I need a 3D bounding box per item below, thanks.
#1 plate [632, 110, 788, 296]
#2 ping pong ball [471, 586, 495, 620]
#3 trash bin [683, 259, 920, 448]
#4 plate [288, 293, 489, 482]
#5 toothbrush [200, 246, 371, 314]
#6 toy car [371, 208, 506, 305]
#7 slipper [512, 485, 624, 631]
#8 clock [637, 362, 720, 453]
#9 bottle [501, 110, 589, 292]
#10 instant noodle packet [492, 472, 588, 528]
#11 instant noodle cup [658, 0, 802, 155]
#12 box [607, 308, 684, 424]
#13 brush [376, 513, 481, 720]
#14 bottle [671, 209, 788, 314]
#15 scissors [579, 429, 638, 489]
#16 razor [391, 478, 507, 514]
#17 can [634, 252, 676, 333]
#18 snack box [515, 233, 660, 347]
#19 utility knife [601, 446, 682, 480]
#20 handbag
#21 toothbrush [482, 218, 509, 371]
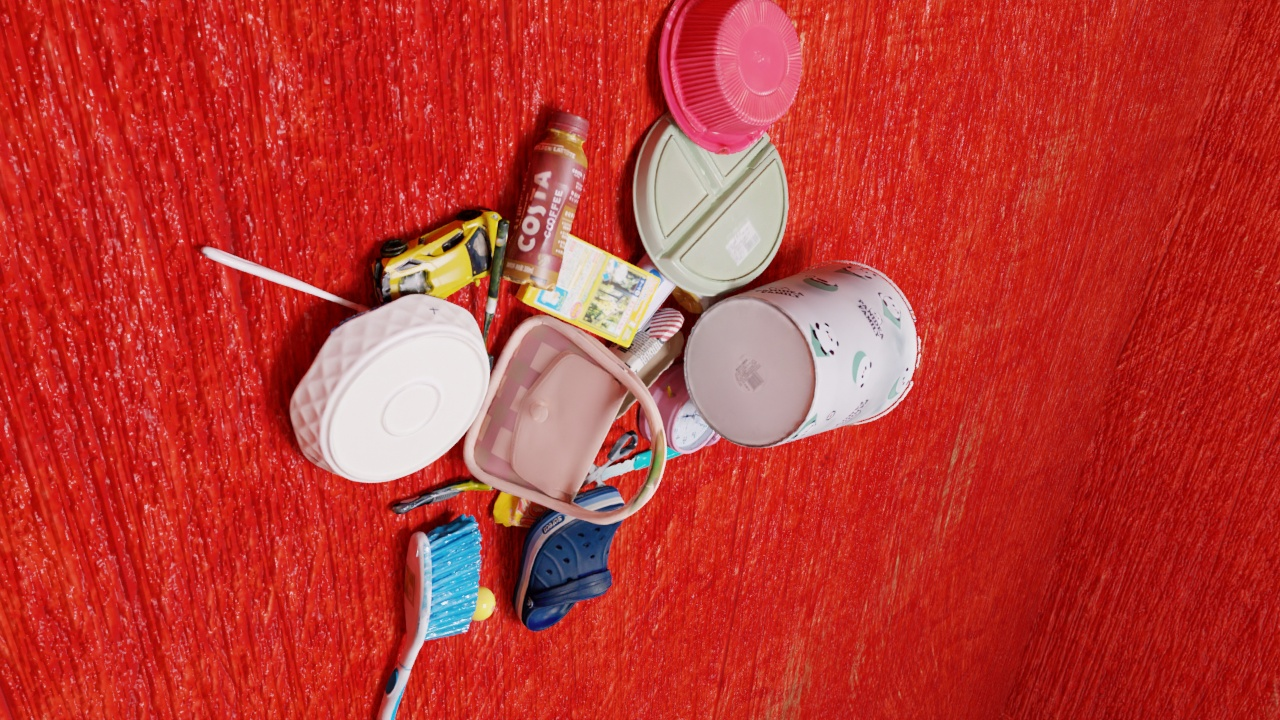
[{"bbox_3d":[0.090,-0.190,1.070,0.229,0.027,0.230,-3,95,-34],"label":"plate"},{"bbox_3d":[-0.194,0.290,1.097,0.040,0.040,0.040,-24,128,-36],"label":"ping pong ball"},{"bbox_3d":[0.199,-0.005,1.168,0.251,0.230,0.230,-14,121,-51],"label":"trash bin"},{"bbox_3d":[-0.229,0.036,0.878,0.204,0.045,0.205,-32,144,-27],"label":"plate"},{"bbox_3d":[-0.300,-0.062,0.802,0.180,0.016,0.016,26,98,-51],"label":"toothbrush"},{"bbox_3d":[-0.188,-0.096,0.881,0.155,0.041,0.071,-33,134,-32],"label":"toy car"},{"bbox_3d":[-0.087,0.256,1.104,0.104,0.095,0.253,-12,141,-40],"label":"slipper"},{"bbox_3d":[0.071,0.066,1.232,0.158,0.060,0.117,-8,117,-47],"label":"clock"},{"bbox_3d":[-0.092,-0.160,0.922,0.057,0.057,0.175,11,95,-49],"label":"bottle"},{"bbox_3d":[-0.111,0.145,1.100,0.110,0.044,0.128,20,96,-48],"label":"instant noodle packet"},{"bbox_3d":[0.112,-0.327,1.009,0.193,0.066,0.194,-6,100,-37],"label":"instant noodle cup"},{"bbox_3d":[-0.007,0.005,1.096,0.162,0.087,0.076,-43,98,-15],"label":"box"},{"bbox_3d":[-0.249,0.319,1.052,0.109,0.060,0.315,-11,122,-37],"label":"brush"},{"bbox_3d":[0.116,-0.141,1.153,0.189,0.068,0.068,-47,138,-17],"label":"bottle"},{"bbox_3d":[-0.054,0.140,1.131,0.180,0.014,0.160,-42,146,-40],"label":"scissors"},{"bbox_3d":[-0.207,0.145,1.010,0.142,0.043,0.022,-9,99,-37],"label":"razor"},{"bbox_3d":[0.012,-0.093,1.083,0.134,0.053,0.053,-52,139,-12],"label":"can"},{"bbox_3d":[-0.056,-0.079,1.000,0.140,0.034,0.087,23,95,-26],"label":"snack box"},{"bbox_3d":[0.017,0.129,1.248,0.221,0.013,0.029,-14,120,-43],"label":"utility knife"},{"bbox_3d":[-0.064,0.076,0.958,0.093,0.234,0.193,18,99,-54],"label":"handbag"},{"bbox_3d":[-0.147,-0.061,0.925,0.012,0.017,0.186,-28,146,-41],"label":"toothbrush"}]
